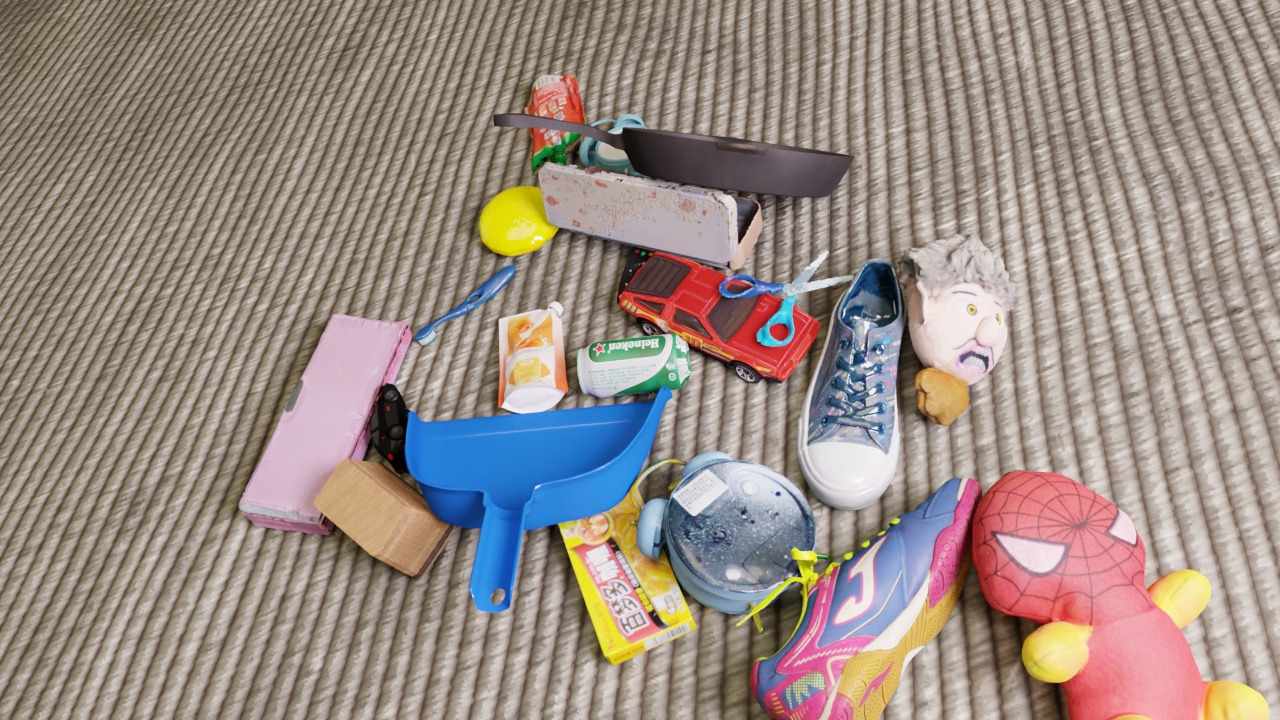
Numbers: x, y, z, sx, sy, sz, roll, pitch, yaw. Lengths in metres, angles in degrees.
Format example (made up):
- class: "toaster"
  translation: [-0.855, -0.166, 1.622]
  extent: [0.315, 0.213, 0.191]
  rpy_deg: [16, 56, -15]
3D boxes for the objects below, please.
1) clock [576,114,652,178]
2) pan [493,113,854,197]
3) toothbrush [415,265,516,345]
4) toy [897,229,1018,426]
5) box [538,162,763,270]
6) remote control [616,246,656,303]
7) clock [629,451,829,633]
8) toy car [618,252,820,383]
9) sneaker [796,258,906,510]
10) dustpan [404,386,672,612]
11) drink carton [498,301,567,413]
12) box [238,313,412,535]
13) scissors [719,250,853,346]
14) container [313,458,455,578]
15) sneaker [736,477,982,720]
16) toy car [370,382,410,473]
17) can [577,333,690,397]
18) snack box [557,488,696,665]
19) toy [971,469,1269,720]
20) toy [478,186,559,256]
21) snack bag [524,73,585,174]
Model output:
- class: "clock"
  translation: [-0.025, -0.243, 1.050]
  extent: [0.087, 0.042, 0.123]
  rpy_deg: [-35, 50, -12]
- class: "pan"
  translation: [0.029, -0.205, 0.912]
  extent: [0.356, 0.043, 0.248]
  rpy_deg: [8, 15, 2]
- class: "toothbrush"
  translation: [-0.183, -0.059, 0.970]
  extent: [0.132, 0.016, 0.021]
  rpy_deg: [-39, 57, -18]
- class: "toy"
  translation: [0.273, -0.031, 0.786]
  extent: [0.076, 0.132, 0.175]
  rpy_deg: [-11, 63, 60]
- class: "box"
  translation: [0.014, -0.159, 0.943]
  extent: [0.216, 0.095, 0.107]
  rpy_deg: [16, 36, 24]
- class: "remote control"
  translation: [0.007, -0.106, 0.959]
  extent: [0.039, 0.010, 0.124]
  rpy_deg: [6, 57, 17]
- class: "clock"
  translation: [0.063, 0.131, 0.731]
  extent: [0.117, 0.060, 0.162]
  rpy_deg: [-35, 60, -29]
- class: "toy car"
  translation: [0.073, -0.043, 0.874]
  extent: [0.189, 0.056, 0.081]
  rpy_deg: [27, 67, 25]
- class: "sneaker"
  translation: [0.185, 0.011, 0.791]
  extent: [0.087, 0.079, 0.234]
  rpy_deg: [6, 57, 17]
- class: "dustpan"
  translation: [-0.098, 0.107, 0.755]
  extent: [0.246, 0.060, 0.257]
  rpy_deg: [-6, 38, 7]
- class: "drink carton"
  translation: [-0.107, -0.008, 0.906]
  extent: [0.069, 0.039, 0.122]
  rpy_deg: [-13, 47, 5]
- class: "box"
  translation: [-0.303, 0.054, 0.898]
  extent: [0.098, 0.046, 0.232]
  rpy_deg: [4, 56, 17]
- class: "scissors"
  translation: [0.132, -0.073, 0.850]
  extent: [0.103, 0.015, 0.133]
  rpy_deg: [36, 65, 18]
- class: "container"
  translation: [-0.228, 0.134, 0.804]
  extent: [0.114, 0.061, 0.063]
  rpy_deg: [30, 83, 29]
- class: "sneaker"
  translation: [0.167, 0.163, 0.670]
  extent: [0.091, 0.116, 0.241]
  rpy_deg: [19, 50, 39]
- class: "toy car"
  translation: [-0.239, 0.064, 0.877]
  extent: [0.036, 0.042, 0.091]
  rpy_deg: [-19, 53, -3]
- class: "can"
  translation: [-0.005, 0.005, 0.857]
  extent: [0.101, 0.053, 0.053]
  rpy_deg: [-6, 54, 9]
- class: "snack box"
  translation: [-0.017, 0.167, 0.762]
  extent: [0.075, 0.025, 0.152]
  rpy_deg: [-23, 53, -4]
- class: "toy"
  translation: [0.309, 0.173, 0.632]
  extent: [0.147, 0.099, 0.216]
  rpy_deg: [-5, 51, -24]
- class: "toy"
  translation: [-0.132, -0.154, 1.008]
  extent: [0.095, 0.041, 0.094]
  rpy_deg: [-35, 58, -11]
- class: "snack bag"
  translation: [-0.102, -0.275, 1.081]
  extent: [0.087, 0.044, 0.155]
  rpy_deg: [-31, 47, 25]
